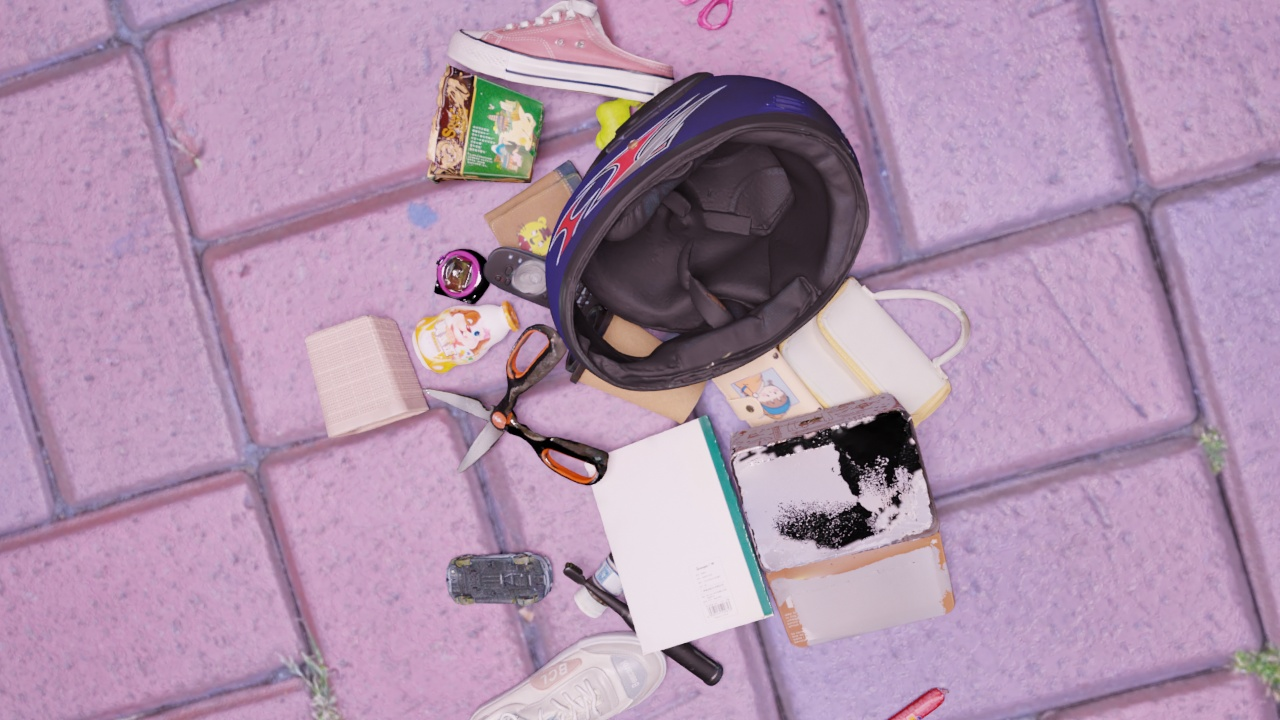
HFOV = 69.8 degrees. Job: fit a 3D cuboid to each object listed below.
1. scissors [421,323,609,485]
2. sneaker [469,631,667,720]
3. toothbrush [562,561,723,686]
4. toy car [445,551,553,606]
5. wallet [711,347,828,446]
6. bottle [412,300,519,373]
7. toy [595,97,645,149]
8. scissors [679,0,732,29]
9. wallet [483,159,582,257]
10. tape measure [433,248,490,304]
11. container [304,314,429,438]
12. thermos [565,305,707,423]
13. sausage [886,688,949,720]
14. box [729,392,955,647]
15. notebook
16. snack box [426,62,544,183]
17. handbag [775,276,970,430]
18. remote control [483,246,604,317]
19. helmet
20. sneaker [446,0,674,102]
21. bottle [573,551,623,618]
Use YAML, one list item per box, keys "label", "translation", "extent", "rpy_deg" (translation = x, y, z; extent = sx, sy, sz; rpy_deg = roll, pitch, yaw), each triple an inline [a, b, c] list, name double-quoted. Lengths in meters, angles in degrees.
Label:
- label: "scissors"
  translation: [-0.129, 0.057, 0.955]
  extent: [0.235, 0.021, 0.221]
  rpy_deg: [29, 119, 13]
- label: "sneaker"
  translation: [-0.085, 0.368, 0.979]
  extent: [0.242, 0.090, 0.089]
  rpy_deg: [-28, 91, 5]
- label: "toothbrush"
  translation: [0.002, 0.277, 0.970]
  extent: [0.212, 0.027, 0.026]
  rpy_deg: [39, 110, -13]
- label: "toy car"
  translation: [-0.155, 0.239, 1.007]
  extent: [0.121, 0.036, 0.054]
  rpy_deg: [-6, 93, 16]
- label: "wallet"
  translation: [0.129, 0.036, 0.937]
  extent: [0.087, 0.024, 0.115]
  rpy_deg: [-28, 111, 37]
- label: "bottle"
  translation: [-0.186, -0.029, 0.981]
  extent: [0.108, 0.063, 0.063]
  rpy_deg: [-21, 91, 6]
- label: "toy"
  translation: [0.002, -0.239, 0.969]
  extent: [0.100, 0.031, 0.096]
  rpy_deg: [1, 91, 6]
- label: "scissors"
  translation: [0.107, -0.400, 0.960]
  extent: [0.137, 0.017, 0.073]
  rpy_deg: [-32, 89, 2]
- label: "wallet"
  translation: [-0.100, -0.148, 0.984]
  extent: [0.115, 0.033, 0.090]
  rpy_deg: [-30, 91, 10]
- label: "tape measure"
  translation: [-0.192, -0.092, 0.990]
  extent: [0.057, 0.039, 0.058]
  rpy_deg: [20, 94, 4]
- label: "container"
  translation: [-0.294, 0.016, 0.983]
  extent: [0.090, 0.090, 0.111]
  rpy_deg: [-18, 87, 6]
- label: "thermos"
  translation: [-0.006, 0.006, 0.958]
  extent: [0.143, 0.093, 0.093]
  rpy_deg: [28, 95, -5]
- label: "sausage"
  translation: [0.265, 0.397, 0.983]
  extent: [0.156, 0.020, 0.020]
  rpy_deg: [-37, 89, 6]
- label: "box"
  translation: [0.205, 0.175, 0.911]
  extent: [0.179, 0.110, 0.259]
  rpy_deg: [-15, 100, 9]
- label: "notebook"
  translation: [0.036, 0.178, 0.937]
  extent: [0.151, 0.012, 0.209]
  rpy_deg: [-24, 74, 21]
- label: "snack box"
  translation: [-0.157, -0.233, 0.953]
  extent: [0.105, 0.117, 0.118]
  rpy_deg: [12, 97, -7]
- label: "handbag"
  translation: [0.249, -0.011, 0.946]
  extent: [0.179, 0.063, 0.163]
  rpy_deg: [-43, 90, 2]
- label: "remote control"
  translation: [-0.100, -0.083, 0.974]
  extent: [0.136, 0.024, 0.053]
  rpy_deg: [22, 116, -19]
- label: "helmet"
  translation: [0.048, -0.122, 0.861]
  extent: [0.315, 0.240, 0.247]
  rpy_deg: [-34, 113, -3]
- label: "sneaker"
  translation: [-0.078, -0.320, 0.930]
  extent: [0.241, 0.118, 0.088]
  rpy_deg: [13, 106, 12]
- label: "bottle"
  translation: [0.005, 0.196, 0.985]
  extent: [0.080, 0.044, 0.195]
  rpy_deg: [43, 97, 9]
